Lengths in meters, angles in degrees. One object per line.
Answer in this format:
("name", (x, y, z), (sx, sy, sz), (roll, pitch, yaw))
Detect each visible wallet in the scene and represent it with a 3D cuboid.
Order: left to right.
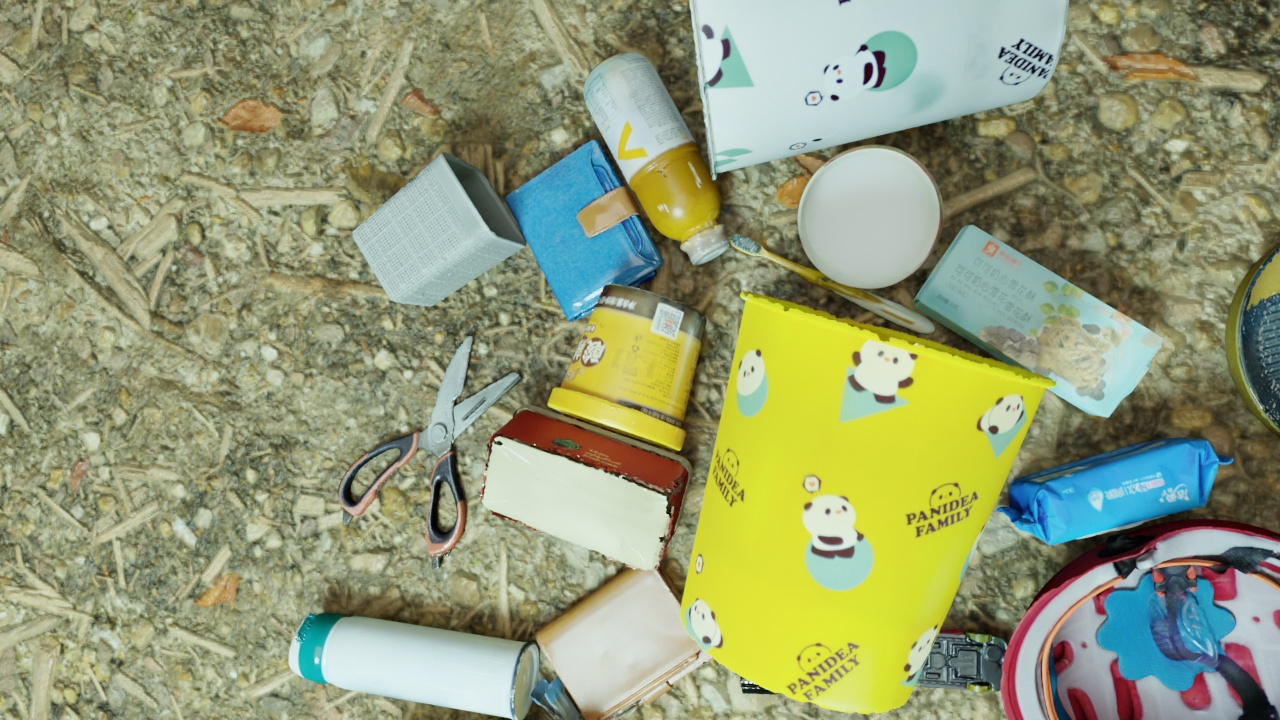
("wallet", (-0.050, -0.115, 0.822), (0.106, 0.040, 0.133), (-29, 84, 14))
("wallet", (-0.013, 0.249, 0.808), (0.132, 0.031, 0.108), (-37, 80, 10))

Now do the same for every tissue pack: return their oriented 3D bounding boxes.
("tissue pack", (0.360, 0.100, 0.701), (0.157, 0.095, 0.052), (-19, 82, 9))

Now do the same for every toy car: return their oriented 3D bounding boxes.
("toy car", (0.248, 0.244, 0.753), (0.106, 0.031, 0.049), (-1, 89, 13))

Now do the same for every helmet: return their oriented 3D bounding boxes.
("helmet", (0.393, 0.213, 0.670), (0.240, 0.143, 0.207), (-15, 91, 25))

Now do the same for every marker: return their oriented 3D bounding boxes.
("marker", (0.149, 0.279, 0.779), (0.131, 0.018, 0.022), (3, 46, 13))

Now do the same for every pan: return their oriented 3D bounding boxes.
("pan", (0.622, -0.040, 0.658), (0.358, 0.078, 0.197), (-18, 86, 11))

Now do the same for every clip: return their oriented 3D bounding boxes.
("clip", (-0.071, 0.310, 0.819), (0.045, 0.027, 0.058), (-28, 104, 34))

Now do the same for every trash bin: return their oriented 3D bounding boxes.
("trash bin", (0.151, 0.100, 0.687), (0.230, 0.229, 0.255), (17, 97, 12))
("trash bin", (0.162, -0.271, 0.694), (0.252, 0.229, 0.229), (-8, 87, 6))

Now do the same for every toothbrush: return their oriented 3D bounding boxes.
("toothbrush", (0.162, -0.067, 0.785), (0.191, 0.018, 0.016), (27, 95, 11))

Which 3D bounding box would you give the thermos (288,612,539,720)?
("thermos", (-0.208, 0.275, 0.832), (0.224, 0.073, 0.073), (5, 90, 12))

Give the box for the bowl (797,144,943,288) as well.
("bowl", (0.186, -0.118, 0.754), (0.113, 0.062, 0.113), (2, 101, 10))

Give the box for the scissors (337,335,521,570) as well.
("scissors", (-0.197, 0.088, 0.859), (0.189, 0.015, 0.226), (-4, 87, 12))

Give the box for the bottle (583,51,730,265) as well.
("bottle", (0.018, -0.172, 0.792), (0.068, 0.068, 0.189), (-29, 83, 10))

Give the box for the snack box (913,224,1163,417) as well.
("snack box", (0.314, -0.032, 0.735), (0.175, 0.051, 0.074), (34, 96, 10))

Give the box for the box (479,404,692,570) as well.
("box", (-0.050, 0.112, 0.781), (0.168, 0.080, 0.091), (18, 116, 12))

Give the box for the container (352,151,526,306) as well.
("container", (-0.182, -0.111, 0.823), (0.114, 0.090, 0.090), (-34, 82, 12))

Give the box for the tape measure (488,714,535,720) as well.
("tape measure", (-0.114, 0.331, 0.813), (0.060, 0.057, 0.029), (-3, 83, 52))

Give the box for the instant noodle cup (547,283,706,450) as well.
("instant noodle cup", (-0.005, 0.005, 0.773), (0.118, 0.118, 0.114), (18, 85, 12))
